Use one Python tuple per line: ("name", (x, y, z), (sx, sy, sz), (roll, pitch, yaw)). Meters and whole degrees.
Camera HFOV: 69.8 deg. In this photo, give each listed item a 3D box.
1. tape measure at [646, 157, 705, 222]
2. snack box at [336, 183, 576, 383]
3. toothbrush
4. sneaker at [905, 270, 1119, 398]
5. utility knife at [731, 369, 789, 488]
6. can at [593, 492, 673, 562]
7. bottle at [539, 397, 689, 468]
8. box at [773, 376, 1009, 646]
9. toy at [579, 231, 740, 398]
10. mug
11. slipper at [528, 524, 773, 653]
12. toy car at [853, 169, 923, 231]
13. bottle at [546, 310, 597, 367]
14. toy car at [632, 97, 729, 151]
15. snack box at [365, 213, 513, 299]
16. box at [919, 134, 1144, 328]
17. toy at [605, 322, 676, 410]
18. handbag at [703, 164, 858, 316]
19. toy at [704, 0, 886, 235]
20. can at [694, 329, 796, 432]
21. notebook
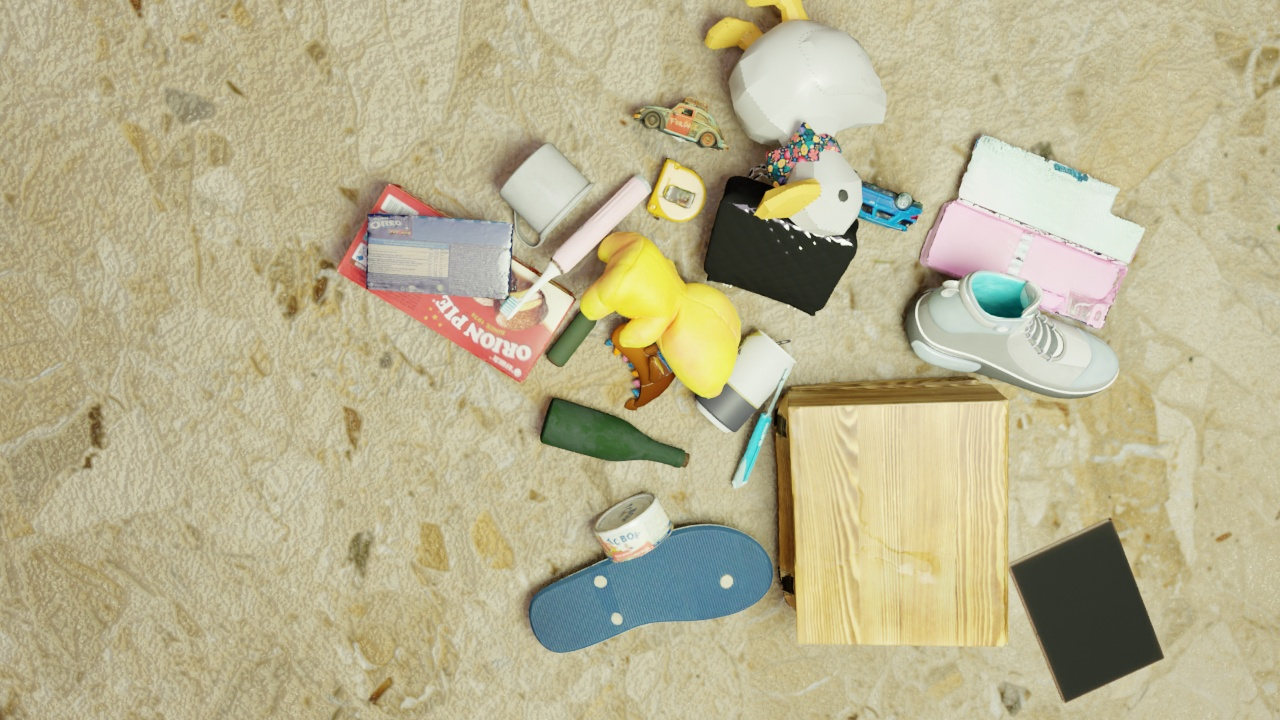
("tape measure", (0.043, -0.184, 1.027), (0.059, 0.030, 0.068), (22, 99, -5))
("snack box", (-0.199, -0.085, 1.015), (0.236, 0.060, 0.113), (32, 96, -8))
("toothbrush", (-0.070, -0.122, 0.991), (0.026, 0.027, 0.222), (45, 72, -5))
("sneaker", (0.436, -0.034, 1.008), (0.256, 0.161, 0.093), (15, 73, -4))
("utility knife", (0.138, 0.079, 1.061), (0.022, 0.015, 0.169), (-12, 131, -40))
("can", (-0.009, 0.193, 1.067), (0.086, 0.086, 0.043), (-27, 101, 2))
("bottle", (-0.027, 0.093, 1.063), (0.174, 0.055, 0.055), (17, 99, -8))
("box", (0.277, 0.167, 1.054), (0.247, 0.175, 0.279), (-2, 101, 8))
("toy", (0.036, -0.061, 0.996), (0.194, 0.134, 0.088), (38, 138, -18))
("mug", (-0.110, -0.176, 1.000), (0.070, 0.084, 0.113), (45, 127, -8))
("slipper", (0.009, 0.267, 1.097), (0.295, 0.060, 0.118), (-18, 98, 3))
("toy car", (0.256, -0.179, 1.028), (0.120, 0.056, 0.043), (20, 100, -9))
("bottle", (-0.068, -0.039, 1.050), (0.025, 0.025, 0.106), (37, 97, -9))
("toy car", (0.049, -0.263, 1.003), (0.112, 0.047, 0.047), (17, 99, -8))
("snack box", (-0.210, -0.110, 0.965), (0.150, 0.027, 0.082), (4, 98, -7))
("box", (0.456, -0.147, 1.056), (0.230, 0.035, 0.159), (20, 98, -6))
("toy", (-0.006, 0.006, 1.059), (0.090, 0.070, 0.103), (41, 119, 3))
("handbag", (0.152, -0.131, 1.019), (0.153, 0.114, 0.125), (17, 125, -1))
("toy", (0.173, -0.257, 0.949), (0.246, 0.141, 0.267), (-20, 82, -38))
("can", (0.123, 0.020, 1.052), (0.064, 0.064, 0.127), (41, 96, -10))
("notebook", (0.566, 0.319, 1.163), (0.141, 0.008, 0.209), (-25, 101, 2))
